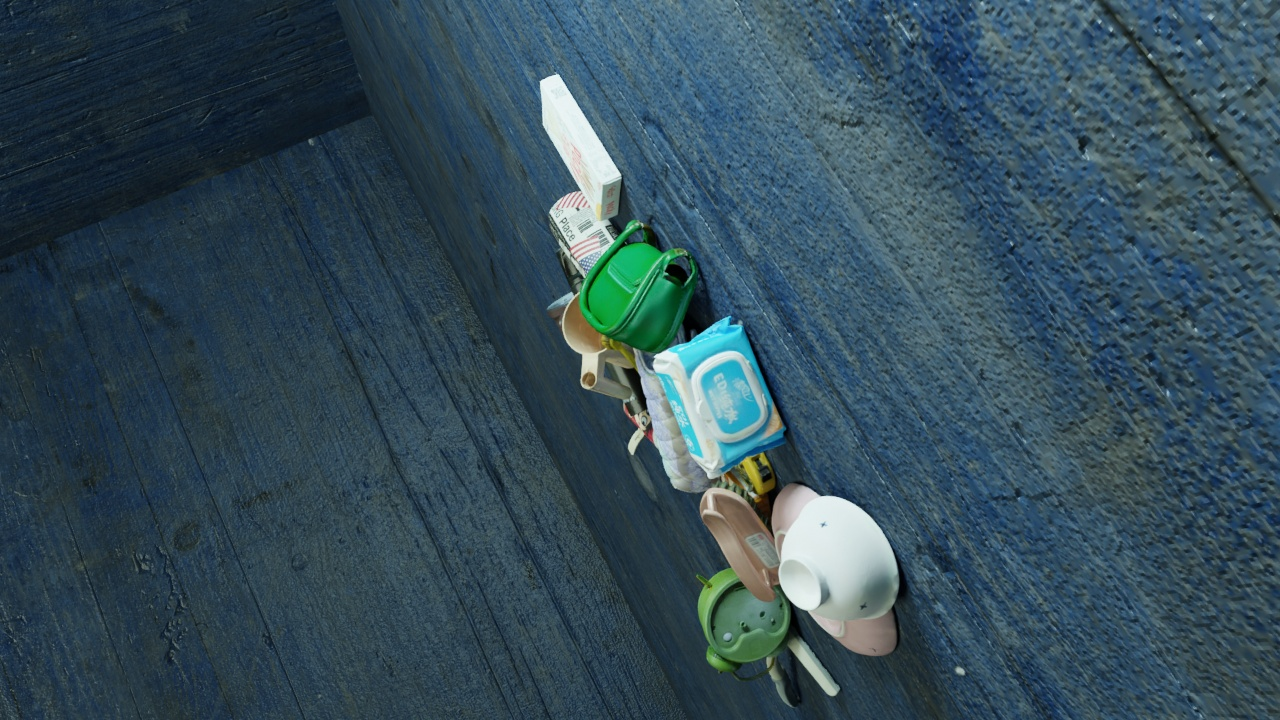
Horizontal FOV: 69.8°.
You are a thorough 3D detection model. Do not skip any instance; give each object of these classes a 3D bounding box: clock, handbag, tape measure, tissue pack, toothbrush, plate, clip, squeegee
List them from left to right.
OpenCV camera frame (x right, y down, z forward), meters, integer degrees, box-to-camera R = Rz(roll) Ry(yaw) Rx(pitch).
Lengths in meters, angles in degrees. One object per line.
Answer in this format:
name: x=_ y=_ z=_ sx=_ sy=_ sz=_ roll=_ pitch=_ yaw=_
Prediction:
clock: x=-0.090 y=-0.071 z=1.360 sx=0.055 sy=0.082 sz=0.122 roll=62 pitch=169 yaw=-14
toothbrush: x=-0.007 y=0.006 z=1.102 sx=0.190 sy=0.017 sz=0.015 roll=46 pitch=-128 yaw=-62
handbag: x=-0.003 y=-0.078 z=0.965 sx=0.068 sy=0.120 sz=0.131 roll=21 pitch=-168 yaw=-29
clip: x=0.008 y=0.097 z=1.383 sx=0.034 sy=0.060 sz=0.097 roll=53 pitch=152 yaw=40
handbag: x=0.044 y=0.043 z=1.054 sx=0.134 sy=0.075 sz=0.194 roll=-101 pitch=-3 yaw=-48
tissue pack: x=0.079 y=0.036 z=0.894 sx=0.140 sy=0.090 sz=0.063 roll=67 pitch=167 yaw=-10
clock: x=0.134 y=0.339 z=1.184 sx=0.056 sy=0.116 sz=0.161 roll=-158 pitch=54 yaw=-74
tape measure: x=0.124 y=0.122 z=1.016 sx=0.057 sy=0.029 sz=0.060 roll=61 pitch=167 yaw=10
squeegee: x=0.198 y=0.433 z=1.296 sx=0.246 sy=0.039 sz=0.247 roll=51 pitch=162 yaw=45
plate: x=0.186 y=0.219 z=0.935 sx=0.192 sy=0.039 sz=0.193 roll=58 pitch=166 yaw=23

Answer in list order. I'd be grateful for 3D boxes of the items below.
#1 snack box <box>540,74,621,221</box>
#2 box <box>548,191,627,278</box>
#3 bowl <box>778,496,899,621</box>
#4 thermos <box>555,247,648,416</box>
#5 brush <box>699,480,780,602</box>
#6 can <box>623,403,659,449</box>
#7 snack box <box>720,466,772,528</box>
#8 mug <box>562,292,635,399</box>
snack box: x=-0.071 y=-0.248 z=1.074 sx=0.156 sy=0.026 sz=0.085 roll=61 pitch=166 yaw=17
box: x=-0.066 y=-0.155 z=1.142 sx=0.163 sy=0.074 sz=0.077 roll=57 pitch=160 yaw=36
bowl: x=0.164 y=0.188 z=0.823 sx=0.118 sy=0.064 sz=0.118 roll=29 pitch=128 yaw=45
thermos: x=-0.037 y=-0.046 z=1.235 sx=0.242 sy=0.068 sz=0.090 roll=64 pitch=160 yaw=3
brush: x=0.116 y=0.200 z=1.025 sx=0.145 sy=0.063 sz=0.072 roll=55 pitch=-146 yaw=-20
can: x=0.025 y=0.084 z=1.269 sx=0.133 sy=0.053 sz=0.053 roll=43 pitch=156 yaw=57
snack box: x=0.134 y=0.195 z=1.120 sx=0.075 sy=0.026 sz=0.154 roll=50 pitch=161 yaw=47
mug: x=-0.035 y=-0.018 z=1.122 sx=0.103 sy=0.084 sz=0.124 roll=23 pitch=-112 yaw=-61
